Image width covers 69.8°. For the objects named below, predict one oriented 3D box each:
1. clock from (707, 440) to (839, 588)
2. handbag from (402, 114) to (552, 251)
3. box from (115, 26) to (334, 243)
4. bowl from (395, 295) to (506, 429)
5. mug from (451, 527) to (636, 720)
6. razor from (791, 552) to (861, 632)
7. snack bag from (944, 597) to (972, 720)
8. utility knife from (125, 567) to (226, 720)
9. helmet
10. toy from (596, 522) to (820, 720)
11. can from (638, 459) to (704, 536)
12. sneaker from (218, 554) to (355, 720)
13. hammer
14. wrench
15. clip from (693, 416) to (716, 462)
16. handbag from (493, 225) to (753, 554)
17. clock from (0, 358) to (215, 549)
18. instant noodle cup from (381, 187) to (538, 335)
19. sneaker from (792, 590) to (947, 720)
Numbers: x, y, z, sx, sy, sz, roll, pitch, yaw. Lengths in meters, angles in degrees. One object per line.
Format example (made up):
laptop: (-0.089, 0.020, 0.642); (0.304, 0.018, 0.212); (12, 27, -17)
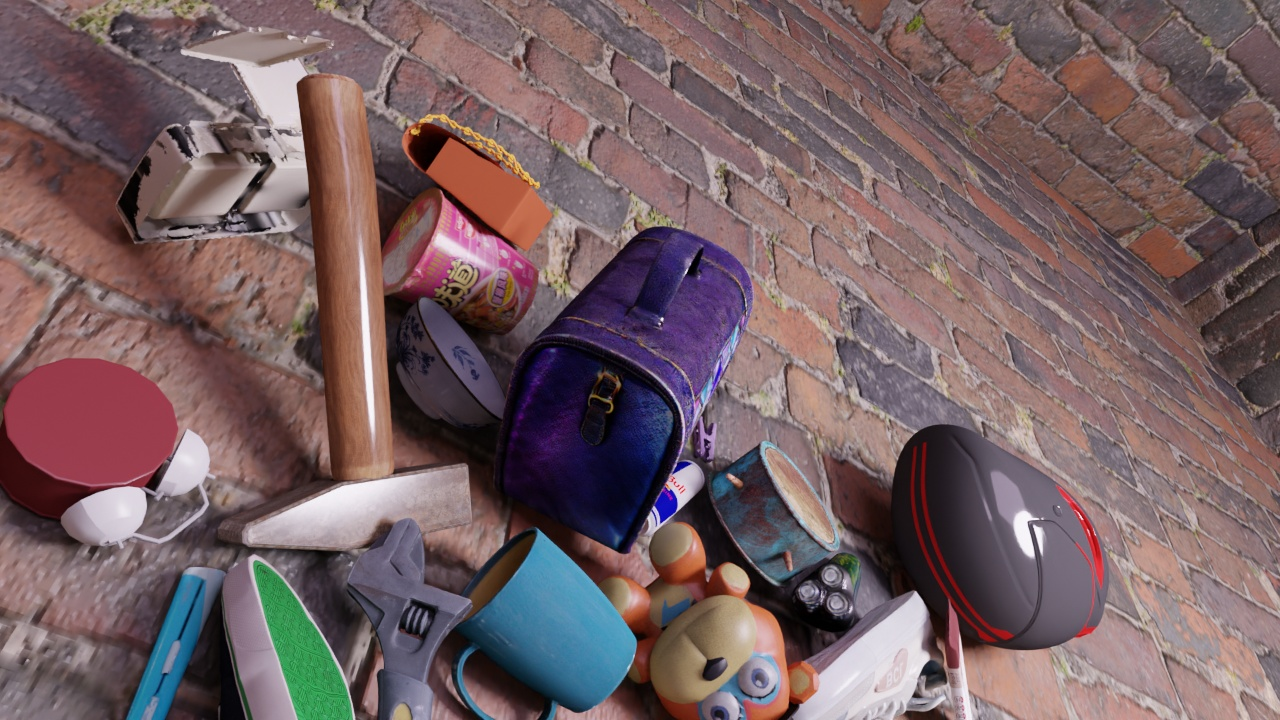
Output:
clock: (0.120, 0.138, 0.832); (0.121, 0.073, 0.157); (57, 18, 15)
handbag: (-0.138, -0.158, 0.807); (0.109, 0.060, 0.172); (35, 2, -1)
box: (-0.275, -0.183, 0.636); (0.106, 0.193, 0.143); (56, 29, 7)
bowl: (-0.149, 0.010, 0.689); (0.114, 0.045, 0.114); (56, 4, -6)
mug: (-0.067, 0.184, 0.594); (0.104, 0.085, 0.112); (44, 62, -11)
razor: (0.177, 0.199, 0.825); (0.054, 0.067, 0.151); (21, 14, 20)
snack bag: (0.283, 0.292, 0.817); (0.056, 0.013, 0.158); (-54, 133, -59)
utility knife: (-0.246, 0.173, 0.468); (0.022, 0.015, 0.151); (27, 41, -26)
helmet: (0.353, 0.189, 0.938); (0.169, 0.165, 0.264); (-18, 78, -40)
toy: (0.050, 0.208, 0.662); (0.176, 0.112, 0.096); (47, -2, 5)
can: (0.020, 0.117, 0.783); (0.032, 0.032, 0.095); (50, 35, 7)
sneaker: (-0.187, 0.203, 0.453); (0.235, 0.079, 0.084); (56, -6, 38)
hammer: (-0.190, -0.032, 0.581); (0.157, 0.037, 0.300); (-4, 90, -48)
wrench: (-0.132, 0.214, 0.502); (0.073, 0.022, 0.272); (-1, 58, -6)
clip: (0.063, 0.076, 0.888); (0.035, 0.013, 0.051); (25, 41, -24)
handbag: (-0.004, 0.004, 0.691); (0.125, 0.223, 0.204); (26, 34, 7)
clock: (-0.300, 0.051, 0.510); (0.124, 0.044, 0.086); (43, 34, -3)
instant noodle cup: (-0.148, -0.075, 0.763); (0.108, 0.098, 0.097); (28, 37, -35)
sneaker: (0.189, 0.269, 0.752); (0.241, 0.090, 0.090); (-9, 66, -51)
